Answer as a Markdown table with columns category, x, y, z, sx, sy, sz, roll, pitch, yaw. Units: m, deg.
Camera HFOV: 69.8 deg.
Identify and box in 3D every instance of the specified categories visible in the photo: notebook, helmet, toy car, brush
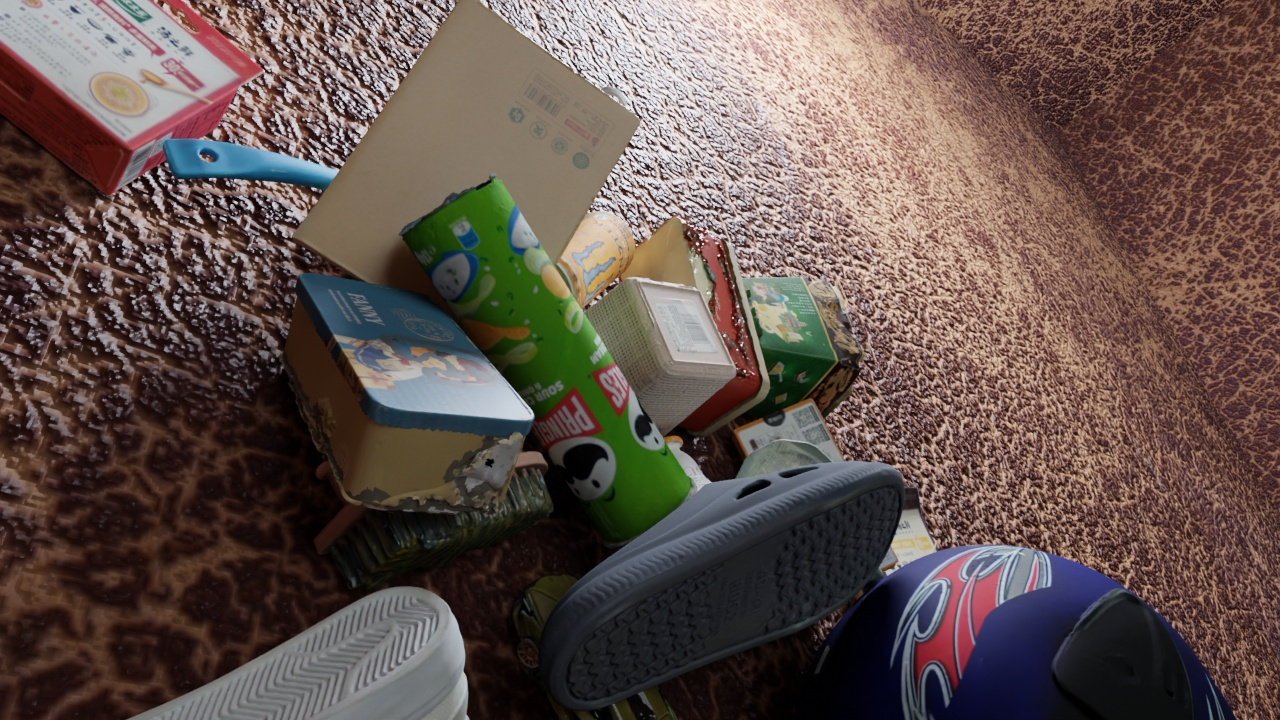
| category | x | y | z | sx | sy | sz | roll | pitch | yaw |
| --- | --- | --- | --- | --- | --- | --- | --- | --- | --- |
| notebook | -0.105 | -0.122 | 0.602 | 0.148 | 0.008 | 0.207 | 33 | 72 | -15 |
| helmet | 0.210 | 0.254 | 0.559 | 0.240 | 0.248 | 0.314 | 39 | 44 | 8 |
| toy car | -0.019 | 0.193 | 0.526 | 0.070 | 0.042 | 0.158 | -12 | 66 | -53 |
| brush | -0.108 | 0.073 | 0.517 | 0.145 | 0.063 | 0.073 | -9 | 62 | -52 |
| brush | -0.187 | -0.118 | 0.609 | 0.254 | 0.046 | 0.083 | -4 | 63 | -56 |

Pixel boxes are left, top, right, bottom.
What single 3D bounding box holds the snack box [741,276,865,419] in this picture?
| category | x | y | z | sx | sy | sz | roll | pitch | yaw |
| --- | --- | --- | --- | --- | --- | --- | --- | --- | --- |
| snack box | 0.114 | -0.010 | 0.815 | 0.105 | 0.118 | 0.118 | 10 | 48 | -28 |

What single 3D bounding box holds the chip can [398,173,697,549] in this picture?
| category | x | y | z | sx | sy | sz | roll | pitch | yaw |
| --- | --- | --- | --- | --- | --- | --- | --- | --- | --- |
| chip can | -0.055 | 0.003 | 0.565 | 0.236 | 0.072 | 0.072 | 58 | 33 | -12 |

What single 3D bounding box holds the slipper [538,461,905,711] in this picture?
| category | x | y | z | sx | sy | sz | roll | pitch | yaw |
| --- | --- | --- | --- | --- | --- | --- | --- | --- | --- |
| slipper | 0.048 | 0.109 | 0.538 | 0.267 | 0.111 | 0.083 | -15 | 38 | -32 |

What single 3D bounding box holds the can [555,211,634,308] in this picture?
| category | x | y | z | sx | sy | sz | roll | pitch | yaw |
| --- | --- | --- | --- | --- | --- | --- | --- | --- | --- |
| can | -0.052 | -0.072 | 0.700 | 0.058 | 0.058 | 0.145 | 48 | 27 | -4 |

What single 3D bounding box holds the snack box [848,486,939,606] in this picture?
| category | x | y | z | sx | sy | sz | roll | pitch | yaw |
| --- | --- | --- | --- | --- | --- | --- | --- | --- | --- |
| snack box | 0.221 | 0.178 | 0.797 | 0.113 | 0.053 | 0.125 | 7 | 53 | -45 |

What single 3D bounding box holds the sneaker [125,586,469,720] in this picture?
| category | x | y | z | sx | sy | sz | roll | pitch | yaw |
| --- | --- | --- | --- | --- | --- | --- | --- | --- | --- |
| sneaker | -0.166 | 0.184 | 0.344 | 0.241 | 0.090 | 0.091 | -27 | 121 | -40 |

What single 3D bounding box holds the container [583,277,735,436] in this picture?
| category | x | y | z | sx | sy | sz | roll | pitch | yaw |
| --- | --- | --- | --- | --- | --- | --- | --- | --- | --- |
| container | -0.004 | 0.004 | 0.653 | 0.089 | 0.111 | 0.090 | 4 | 55 | -46 |

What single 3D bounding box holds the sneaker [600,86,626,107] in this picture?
| category | x | y | z | sx | sy | sz | roll | pitch | yaw |
| --- | --- | --- | --- | --- | --- | --- | --- | --- | --- |
| sneaker | -0.061 | -0.178 | 0.742 | 0.088 | 0.118 | 0.240 | 34 | 17 | -10 |

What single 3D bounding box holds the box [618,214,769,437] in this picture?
| category | x | y | z | sx | sy | sz | roll | pitch | yaw |
| --- | --- | --- | --- | --- | --- | --- | --- | --- | --- |
| box | 0.035 | -0.033 | 0.749 | 0.080 | 0.092 | 0.168 | 23 | 43 | -38 |

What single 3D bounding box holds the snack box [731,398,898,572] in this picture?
| category | x | y | z | sx | sy | sz | roll | pitch | yaw |
| --- | --- | --- | --- | --- | --- | --- | --- | --- | --- |
| snack box | 0.141 | 0.113 | 0.753 | 0.075 | 0.026 | 0.153 | -22 | 69 | -7 |

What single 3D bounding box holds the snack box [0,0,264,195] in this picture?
| category | x | y | z | sx | sy | sz | roll | pitch | yaw |
| --- | --- | --- | --- | --- | --- | --- | --- | --- | --- |
| snack box | -0.308 | -0.171 | 0.532 | 0.113 | 0.044 | 0.126 | 41 | 37 | -13 |

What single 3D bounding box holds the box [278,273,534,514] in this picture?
| category | x | y | z | sx | sy | sz | roll | pitch | yaw |
| --- | --- | --- | --- | --- | --- | --- | --- | --- | --- |
| box | -0.132 | 0.010 | 0.489 | 0.089 | 0.059 | 0.184 | 8 | 23 | -39 |

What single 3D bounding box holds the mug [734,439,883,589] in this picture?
| category | x | y | z | sx | sy | sz | roll | pitch | yaw |
| --- | --- | --- | --- | --- | --- | --- | --- | --- | --- |
| mug | 0.129 | 0.118 | 0.676 | 0.124 | 0.083 | 0.103 | 44 | -1 | 22 |

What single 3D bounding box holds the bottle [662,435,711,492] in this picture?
| category | x | y | z | sx | sy | sz | roll | pitch | yaw |
| --- | --- | --- | --- | --- | --- | --- | --- | --- | --- |
| bottle | 0.032 | 0.107 | 0.640 | 0.063 | 0.063 | 0.108 | 3 | 57 | -47 |
